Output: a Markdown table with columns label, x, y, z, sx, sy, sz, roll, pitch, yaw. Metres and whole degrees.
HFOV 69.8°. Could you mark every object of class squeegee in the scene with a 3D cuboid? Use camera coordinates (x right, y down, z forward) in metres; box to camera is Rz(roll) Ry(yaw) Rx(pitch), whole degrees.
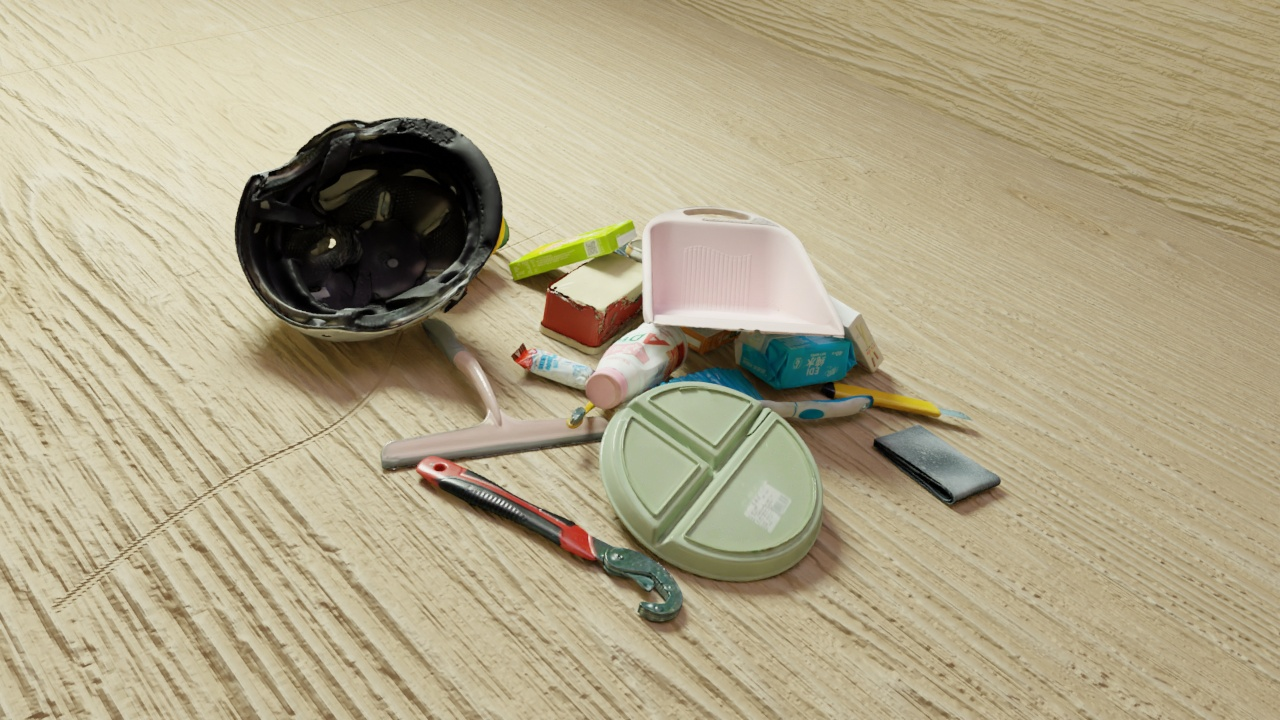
| label | x | y | z | sx | sy | sz | roll | pitch | yaw |
| --- | --- | --- | --- | --- | --- | --- | --- | --- | --- |
| squeegee | -0.186 | 0.010 | 0.974 | 0.247 | 0.040 | 0.249 | -6 | 35 | -32 |

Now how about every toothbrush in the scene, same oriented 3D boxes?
| label | x | y | z | sx | sy | sz | roll | pitch | yaw |
| --- | --- | --- | --- | --- | --- | --- | --- | --- | --- |
| toothbrush | -0.043 | 0.035 | 0.991 | 0.016 | 0.018 | 0.191 | 30 | 22 | 6 |

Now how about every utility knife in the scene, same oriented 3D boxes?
| label | x | y | z | sx | sy | sz | roll | pitch | yaw |
| --- | --- | --- | --- | --- | --- | --- | --- | --- | --- |
| utility knife | 0.321 | 0.055 | 1.153 | 0.195 | 0.015 | 0.033 | 12 | 29 | 0 |

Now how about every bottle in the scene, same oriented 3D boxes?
| label | x | y | z | sx | sy | sz | roll | pitch | yaw |
| --- | --- | --- | --- | --- | --- | --- | --- | --- | --- |
| bottle | -0.006 | 0.006 | 1.008 | 0.068 | 0.068 | 0.196 | 23 | 22 | 13 |

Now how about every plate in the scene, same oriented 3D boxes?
| label | x | y | z | sx | sy | sz | roll | pitch | yaw |
| --- | --- | --- | --- | --- | --- | --- | --- | --- | --- |
| plate | 0.074 | 0.106 | 0.887 | 0.230 | 0.028 | 0.229 | 10 | 45 | -11 |

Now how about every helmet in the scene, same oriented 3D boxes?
| label | x | y | z | sx | sy | sz | roll | pitch | yaw |
| --- | --- | --- | --- | --- | --- | --- | --- | --- | --- |
| helmet | -0.290 | -0.128 | 1.004 | 0.273 | 0.157 | 0.230 | -34 | 86 | -20 |

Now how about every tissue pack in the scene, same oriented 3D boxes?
| label | x | y | z | sx | sy | sz | roll | pitch | yaw |
| --- | --- | --- | --- | --- | --- | --- | --- | --- | --- |
| tissue pack | 0.193 | -0.008 | 1.150 | 0.139 | 0.063 | 0.090 | -8 | 29 | -33 |

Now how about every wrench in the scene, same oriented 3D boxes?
| label | x | y | z | sx | sy | sz | roll | pitch | yaw |
| --- | --- | --- | --- | --- | --- | --- | --- | --- | --- |
| wrench | -0.082 | 0.149 | 0.809 | 0.273 | 0.016 | 0.056 | 26 | 31 | 17 |

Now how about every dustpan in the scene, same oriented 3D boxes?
| label | x | y | z | sx | sy | sz | roll | pitch | yaw |
| --- | --- | --- | --- | --- | --- | --- | --- | --- | --- |
| dustpan | 0.104 | -0.116 | 1.095 | 0.222 | 0.139 | 0.273 | 3 | 8 | -9 |

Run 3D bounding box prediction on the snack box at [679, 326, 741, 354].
| label | x | y | z | sx | sy | sz | roll | pitch | yaw |
| --- | --- | --- | --- | --- | --- | --- | --- | --- | --- |
| snack box | 0.097 | -0.054 | 1.225 | 0.075 | 0.026 | 0.153 | 30 | 33 | 27 |

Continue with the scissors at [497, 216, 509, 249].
| label | x | y | z | sx | sy | sz | roll | pitch | yaw |
| --- | --- | --- | --- | --- | --- | --- | --- | --- | --- |
| scissors | -0.208 | -0.200 | 1.210 | 0.132 | 0.186 | 0.019 | 29 | 60 | -10 |

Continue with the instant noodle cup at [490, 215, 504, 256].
| label | x | y | z | sx | sy | sz | roll | pitch | yaw |
| --- | --- | --- | --- | --- | --- | --- | --- | --- | --- |
| instant noodle cup | -0.244 | -0.153 | 1.152 | 0.118 | 0.119 | 0.114 | 17 | 37 | 3 |

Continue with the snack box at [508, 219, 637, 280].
| label | x | y | z | sx | sy | sz | roll | pitch | yaw |
| --- | --- | --- | --- | --- | --- | --- | --- | --- | --- |
| snack box | -0.089 | -0.146 | 1.209 | 0.157 | 0.026 | 0.085 | -12 | 16 | 30 |

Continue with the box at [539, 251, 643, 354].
| label | x | y | z | sx | sy | sz | roll | pitch | yaw |
| --- | --- | --- | --- | --- | --- | --- | --- | --- | --- |
| box | -0.046 | -0.083 | 1.153 | 0.091 | 0.080 | 0.167 | 24 | 31 | 16 |

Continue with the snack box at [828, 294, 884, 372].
| label | x | y | z | sx | sy | sz | roll | pitch | yaw |
| --- | --- | --- | --- | --- | --- | --- | --- | --- | --- |
| snack box | 0.261 | -0.041 | 1.190 | 0.085 | 0.027 | 0.156 | 38 | -2 | 33 |

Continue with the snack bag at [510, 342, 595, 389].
| label | x | y | z | sx | sy | sz | roll | pitch | yaw |
| --- | --- | --- | --- | --- | --- | --- | --- | --- | --- |
| snack bag | -0.092 | 0.009 | 1.027 | 0.104 | 0.026 | 0.048 | 19 | 26 | 2 |

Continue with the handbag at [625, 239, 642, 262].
| label | x | y | z | sx | sy | sz | roll | pitch | yaw |
| --- | --- | --- | --- | --- | --- | --- | --- | --- | --- |
| handbag | 0.065 | -0.142 | 1.284 | 0.178 | 0.063 | 0.163 | 8 | 22 | -7 |

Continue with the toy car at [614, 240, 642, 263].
| label | x | y | z | sx | sy | sz | roll | pitch | yaw |
| --- | --- | --- | --- | --- | --- | --- | --- | --- | --- |
| toy car | -0.014 | -0.149 | 1.328 | 0.042 | 0.034 | 0.090 | -14 | 40 | -37 |

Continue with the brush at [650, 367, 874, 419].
| label | x | y | z | sx | sy | sz | roll | pitch | yaw |
| --- | --- | --- | --- | --- | --- | --- | --- | --- | --- |
| brush | 0.140 | 0.050 | 1.047 | 0.313 | 0.061 | 0.109 | -14 | 46 | -42 |

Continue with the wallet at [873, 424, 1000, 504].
| label | x | y | z | sx | sy | sz | roll | pitch | yaw |
| --- | --- | --- | --- | --- | --- | --- | --- | --- | --- |
| wallet | 0.341 | 0.118 | 1.060 | 0.097 | 0.019 | 0.121 | -9 | 36 | -39 |
